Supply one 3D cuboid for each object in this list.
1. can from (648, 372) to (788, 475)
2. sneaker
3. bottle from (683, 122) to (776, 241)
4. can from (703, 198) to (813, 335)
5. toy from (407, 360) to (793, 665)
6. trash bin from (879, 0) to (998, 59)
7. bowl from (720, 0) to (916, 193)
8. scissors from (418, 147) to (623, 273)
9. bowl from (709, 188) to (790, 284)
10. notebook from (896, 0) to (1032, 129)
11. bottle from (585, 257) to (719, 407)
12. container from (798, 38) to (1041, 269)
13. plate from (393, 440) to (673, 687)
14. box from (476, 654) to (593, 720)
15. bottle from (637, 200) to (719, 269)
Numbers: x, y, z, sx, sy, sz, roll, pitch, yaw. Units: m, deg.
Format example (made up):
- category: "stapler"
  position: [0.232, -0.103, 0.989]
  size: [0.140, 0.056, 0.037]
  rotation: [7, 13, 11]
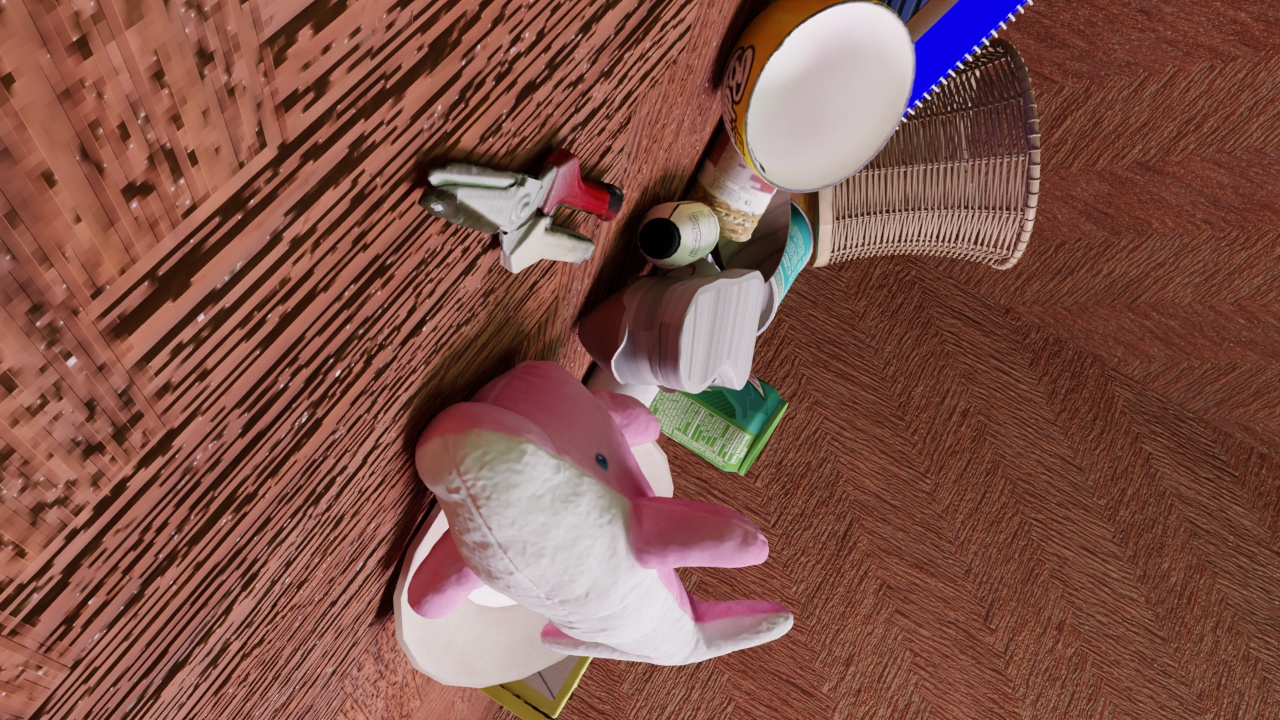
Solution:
- category: "can"
  position: [0.046, 0.029, 0.786]
  size: [0.083, 0.144, 0.083]
  rotation: [-54, 168, -18]
- category: "sneaker"
  position: [0.024, -0.024, 0.647]
  size: [0.235, 0.089, 0.099]
  rotation: [-3, 104, -72]
- category: "bottle"
  position: [0.077, -0.143, 0.650]
  size: [0.105, 0.056, 0.056]
  rotation: [-62, 173, 26]
- category: "can"
  position: [0.101, -0.093, 0.879]
  size: [0.143, 0.099, 0.099]
  rotation: [-51, 170, -53]
- category: "toy"
  position: [-0.022, 0.078, 0.477]
  size: [0.266, 0.187, 0.127]
  rotation: [58, 29, -46]
- category: "trash bin"
  position: [0.257, -0.349, 0.738]
  size: [0.139, 0.139, 0.249]
  rotation: [-59, 172, 2]
- category: "bowl"
  position: [0.098, -0.168, 0.553]
  size: [0.117, 0.067, 0.117]
  rotation: [-17, 134, -18]
- category: "scissors"
  position: [-0.034, -0.061, 0.343]
  size: [0.139, 0.015, 0.189]
  rotation: [-55, 173, -22]
- category: "bowl"
  position: [0.081, -0.119, 0.756]
  size: [0.119, 0.032, 0.119]
  rotation: [-12, 105, -51]
- category: "notebook"
  position: [0.219, -0.231, 0.648]
  size: [0.209, 0.022, 0.171]
  rotation: [-43, 170, 17]
- category: "bottle"
  position: [-0.004, 0.004, 0.724]
  size: [0.195, 0.052, 0.052]
  rotation: [-58, 174, -13]
- category: "container"
  position: [0.269, -0.198, 0.940]
  size: [0.227, 0.196, 0.227]
  rotation: [-3, 88, -85]
- category: "plate"
  position: [-0.062, 0.112, 0.548]
  size: [0.188, 0.027, 0.189]
  rotation: [-21, 128, -30]
- category: "box"
  position: [-0.089, 0.226, 0.808]
  size: [0.079, 0.124, 0.221]
  rotation: [-59, 176, 1]
- category: "bottle"
  position: [0.022, -0.080, 0.585]
  size: [0.041, 0.041, 0.115]
  rotation: [-61, 174, 16]
